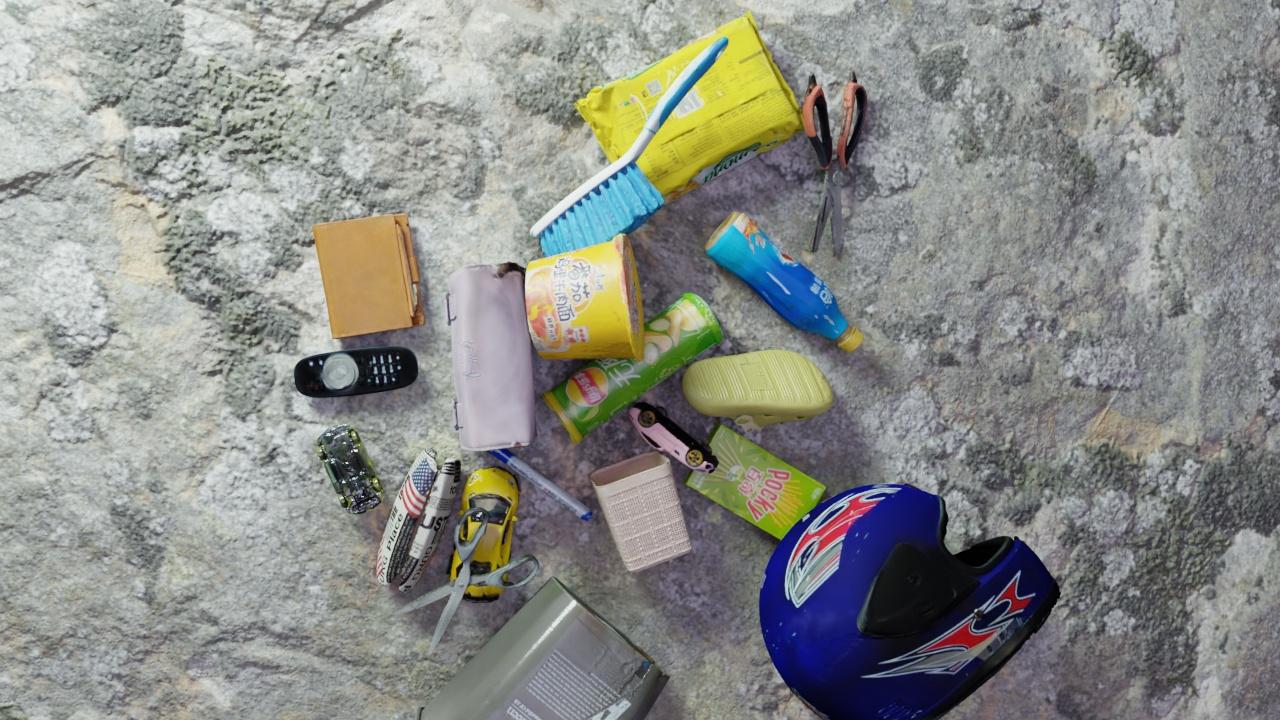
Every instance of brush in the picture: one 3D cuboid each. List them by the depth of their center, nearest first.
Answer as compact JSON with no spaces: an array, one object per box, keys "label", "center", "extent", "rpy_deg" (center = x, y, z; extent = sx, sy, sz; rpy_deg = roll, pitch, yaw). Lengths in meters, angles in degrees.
[{"label":"brush","center":[-0.003,-0.215,1.016],"extent":[0.315,0.060,0.109],"rpy_deg":[-34,87,20]}]

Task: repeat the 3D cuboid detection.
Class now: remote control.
[{"label":"remote control","center":[-0.321,0.013,1.040],"extent":[0.136,0.024,0.053],"rpy_deg":[-6,94,-7]}]

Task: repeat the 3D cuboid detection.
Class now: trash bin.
[{"label":"trash bin","center":[-0.102,0.377,1.005],"extent":[0.199,0.199,0.219],"rpy_deg":[42,79,-7]}]

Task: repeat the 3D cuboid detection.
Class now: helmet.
[{"label":"helmet","center":[0.281,0.256,1.035],"extent":[0.315,0.248,0.240],"rpy_deg":[-34,79,-15]}]

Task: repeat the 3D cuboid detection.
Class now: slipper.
[{"label":"slipper","center":[0.132,0.040,1.089],"extent":[0.190,0.082,0.091],"rpy_deg":[0,55,-20]}]

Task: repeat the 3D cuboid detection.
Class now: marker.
[{"label":"marker","center":[-0.118,0.142,1.079],"extent":[0.146,0.017,0.017],"rpy_deg":[37,86,-8]}]

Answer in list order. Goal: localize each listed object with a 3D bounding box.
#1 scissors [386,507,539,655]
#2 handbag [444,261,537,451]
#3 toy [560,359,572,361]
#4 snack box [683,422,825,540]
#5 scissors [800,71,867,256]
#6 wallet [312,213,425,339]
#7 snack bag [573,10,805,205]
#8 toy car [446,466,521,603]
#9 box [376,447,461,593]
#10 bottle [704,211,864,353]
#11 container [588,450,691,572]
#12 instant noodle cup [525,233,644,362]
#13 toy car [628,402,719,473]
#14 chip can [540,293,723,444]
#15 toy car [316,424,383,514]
[{"label":"scissors","center":[-0.196,0.248,1.030],"extent":[0.159,0.014,0.181],"rpy_deg":[9,95,-16]},{"label":"handbag","center":[-0.161,-0.005,1.004],"extent":[0.098,0.145,0.197],"rpy_deg":[-3,91,-11]},{"label":"toy","center":[-0.065,-0.039,1.072],"extent":[0.108,0.039,0.084],"rpy_deg":[-30,116,-9]},{"label":"snack box","center":[0.139,0.150,1.114],"extent":[0.156,0.026,0.085],"rpy_deg":[32,87,-9]},{"label":"scissors","center":[0.230,-0.243,1.103],"extent":[0.189,0.015,0.222],"rpy_deg":[-50,128,-25]},{"label":"wallet","center":[-0.306,-0.096,1.037],"extent":[0.108,0.031,0.132],"rpy_deg":[-10,93,-6]},{"label":"snack bag","center":[0.062,-0.290,1.071],"extent":[0.246,0.068,0.158],"rpy_deg":[-29,95,-6]},{"label":"toy car","center":[-0.180,0.200,1.059],"extent":[0.071,0.041,0.156],"rpy_deg":[10,89,-9]},{"label":"box","center":[-0.261,0.177,1.034],"extent":[0.081,0.075,0.163],"rpy_deg":[22,91,0]},{"label":"bottle","center":[0.176,-0.086,1.095],"extent":[0.218,0.065,0.065],"rpy_deg":[40,85,-8]},{"label":"container","center":[0.002,0.175,1.064],"extent":[0.090,0.090,0.111],"rpy_deg":[-19,97,-8]},{"label":"instant noodle cup","center":[-0.059,-0.061,0.989],"extent":[0.110,0.138,0.138],"rpy_deg":[-6,92,7]},{"label":"toy car","center":[0.037,0.093,1.071],"extent":[0.122,0.056,0.037],"rpy_deg":[38,105,13]},{"label":"chip can","center":[-0.006,0.006,1.065],"extent":[0.221,0.072,0.072],"rpy_deg":[-35,96,-7]},{"label":"toy car","center":[-0.327,0.123,1.039],"extent":[0.048,0.032,0.105],"rpy_deg":[-26,84,-7]}]
